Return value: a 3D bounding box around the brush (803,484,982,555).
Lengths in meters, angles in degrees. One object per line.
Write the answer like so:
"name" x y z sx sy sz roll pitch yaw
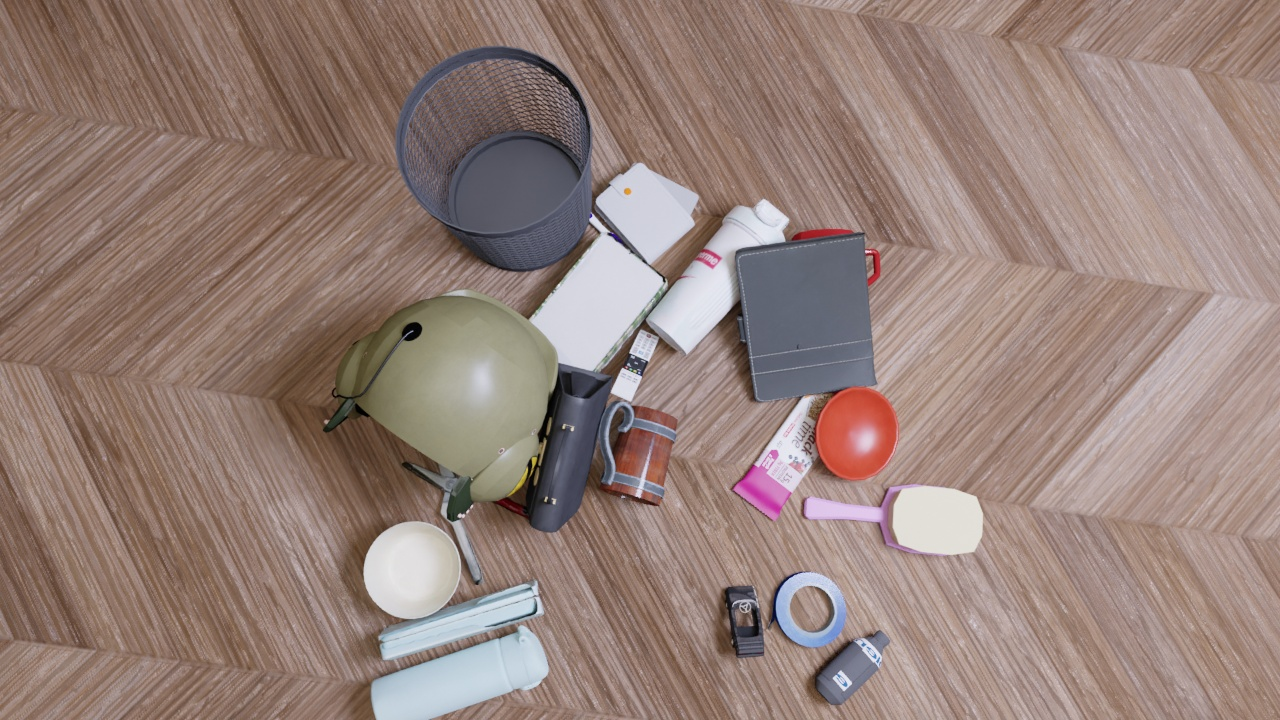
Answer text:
"brush" 0.329 0.202 1.193 0.228 0.043 0.089 6 81 -3

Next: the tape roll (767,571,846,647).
"tape roll" 0.218 0.320 1.180 0.093 0.016 0.091 19 80 -1

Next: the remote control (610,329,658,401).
"remote control" -0.007 0.007 1.185 0.028 0.012 0.124 24 46 1

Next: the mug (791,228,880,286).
"mug" 0.260 -0.117 1.216 0.116 0.080 0.096 -1 81 2

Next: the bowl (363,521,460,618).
"bowl" -0.277 0.256 1.132 0.115 0.062 0.115 1 81 -4

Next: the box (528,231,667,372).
"box" -0.067 -0.058 1.195 0.117 0.050 0.205 37 85 5

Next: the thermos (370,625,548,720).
"thermos" -0.217 0.388 1.116 0.206 0.065 0.078 -17 106 -7

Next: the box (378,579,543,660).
"box" -0.217 0.320 1.121 0.199 0.083 0.067 -15 100 -6

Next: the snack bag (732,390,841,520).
"snack bag" 0.207 0.112 1.212 0.070 0.016 0.196 38 81 1

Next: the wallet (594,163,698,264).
"wallet" 0.013 -0.209 1.237 0.115 0.037 0.118 -42 90 -9

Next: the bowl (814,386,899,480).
"bowl" 0.276 0.094 1.199 0.122 0.035 0.122 -1 92 -18

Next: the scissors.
"scissors" -0.216 0.193 1.171 0.198 0.015 0.179 8 81 -2

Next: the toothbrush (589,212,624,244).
"toothbrush" -0.037 -0.162 1.237 0.016 0.015 0.186 -44 86 -7

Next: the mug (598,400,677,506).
"mug" -0.011 0.114 1.153 0.117 0.082 0.111 28 72 -41

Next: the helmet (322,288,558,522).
"helmet" -0.211 0.037 1.061 0.250 0.256 0.232 35 85 2

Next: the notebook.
"notebook" 0.210 -0.052 1.170 0.169 0.029 0.209 -7 110 8

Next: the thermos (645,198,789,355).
"thermos" 0.106 -0.110 1.200 0.099 0.099 0.220 41 84 3

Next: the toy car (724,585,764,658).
"toy car" 0.131 0.325 1.150 0.040 0.037 0.092 -3 49 -3

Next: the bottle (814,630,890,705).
"bottle" 0.270 0.386 1.160 0.112 0.047 0.047 -40 86 -9

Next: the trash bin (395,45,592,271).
"trash bin" -0.160 -0.227 1.122 0.218 0.227 0.217 0 81 1

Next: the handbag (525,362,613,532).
"handbag" -0.092 0.113 1.075 0.072 0.195 0.176 14 101 -2
